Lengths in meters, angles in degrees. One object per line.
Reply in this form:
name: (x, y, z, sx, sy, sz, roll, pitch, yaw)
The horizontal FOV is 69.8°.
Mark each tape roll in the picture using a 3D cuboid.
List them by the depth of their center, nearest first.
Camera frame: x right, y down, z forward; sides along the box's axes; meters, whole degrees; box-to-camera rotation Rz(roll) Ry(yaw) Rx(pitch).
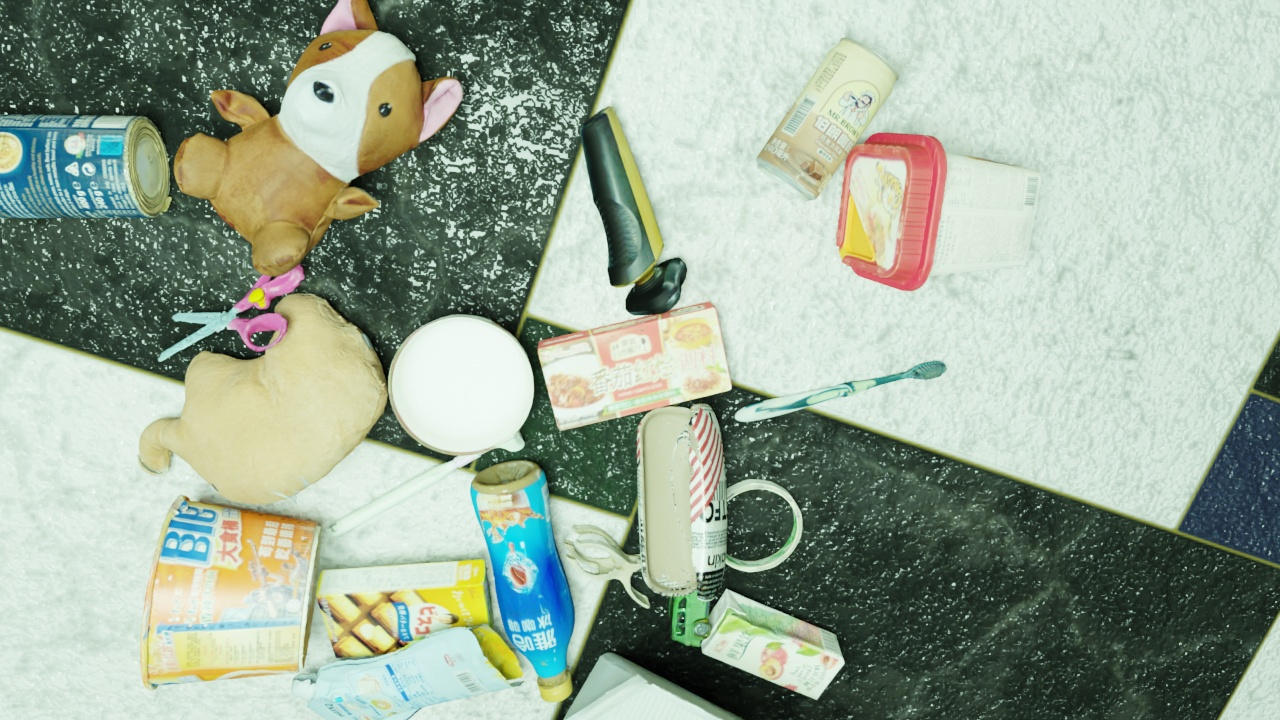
tape roll: (0.103, 0.149, 0.829, 0.086, 0.014, 0.086, -1, 105, -5)

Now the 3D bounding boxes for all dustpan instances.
dustpan: (0.026, 0.358, 0.788, 0.222, 0.258, 0.142, 30, 76, -12)

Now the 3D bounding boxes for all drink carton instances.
drink carton: (0.119, 0.259, 0.843, 0.122, 0.045, 0.054, 25, 111, -10)

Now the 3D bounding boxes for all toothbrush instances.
toothbrush: (-0.186, 0.105, 0.790, 0.189, 0.020, 0.029, -29, 75, 4)
toothbrush: (0.176, 0.028, 0.801, 0.191, 0.018, 0.016, -14, 106, -2)

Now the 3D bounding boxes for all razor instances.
razor: (-0.008, -0.118, 0.734, 0.067, 0.062, 0.167, -24, 102, -30)

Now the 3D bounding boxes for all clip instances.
clip: (-0.022, 0.182, 0.820, 0.100, 0.034, 0.072, 27, 100, -20)

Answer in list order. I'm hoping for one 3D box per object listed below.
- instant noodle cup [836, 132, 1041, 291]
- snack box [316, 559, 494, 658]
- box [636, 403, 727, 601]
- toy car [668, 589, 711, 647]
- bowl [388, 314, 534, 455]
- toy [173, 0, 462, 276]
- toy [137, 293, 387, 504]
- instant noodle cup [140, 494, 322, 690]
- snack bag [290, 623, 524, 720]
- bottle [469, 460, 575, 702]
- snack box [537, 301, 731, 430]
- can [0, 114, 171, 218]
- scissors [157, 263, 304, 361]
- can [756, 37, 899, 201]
instant noodle cup: (0.236, -0.117, 0.726, 0.124, 0.116, 0.117, 0, 105, -17)
snack box: (-0.201, 0.216, 0.796, 0.140, 0.033, 0.087, -4, 128, -6)
box: (0.031, 0.119, 0.779, 0.088, 0.076, 0.163, -6, 86, 25)
toy car: (0.047, 0.212, 0.825, 0.036, 0.043, 0.091, 7, 103, -7)
bowl: (-0.143, 0.014, 0.746, 0.113, 0.062, 0.113, -2, 105, -6)
toy: (-0.234, -0.167, 0.666, 0.199, 0.130, 0.140, -43, 99, -3)
toy: (-0.308, 0.050, 0.733, 0.226, 0.082, 0.143, -32, 76, 5)
instant noodle cup: (-0.322, 0.187, 0.739, 0.111, 0.151, 0.151, 7, 104, -16)
snack bag: (-0.207, 0.284, 0.807, 0.191, 0.038, 0.110, -20, 136, 13)
bottle: (-0.095, 0.197, 0.799, 0.065, 0.065, 0.219, -11, 107, -2)
snack box: (-0.005, 0.005, 0.775, 0.153, 0.025, 0.075, -13, 106, -1)
can: (-0.415, -0.142, 0.674, 0.111, 0.075, 0.075, -1, 105, -5)
scissors: (-0.317, -0.027, 0.710, 0.134, 0.113, 0.017, -30, 141, 1)
can: (0.145, -0.188, 0.720, 0.058, 0.058, 0.116, 33, 99, -12)
